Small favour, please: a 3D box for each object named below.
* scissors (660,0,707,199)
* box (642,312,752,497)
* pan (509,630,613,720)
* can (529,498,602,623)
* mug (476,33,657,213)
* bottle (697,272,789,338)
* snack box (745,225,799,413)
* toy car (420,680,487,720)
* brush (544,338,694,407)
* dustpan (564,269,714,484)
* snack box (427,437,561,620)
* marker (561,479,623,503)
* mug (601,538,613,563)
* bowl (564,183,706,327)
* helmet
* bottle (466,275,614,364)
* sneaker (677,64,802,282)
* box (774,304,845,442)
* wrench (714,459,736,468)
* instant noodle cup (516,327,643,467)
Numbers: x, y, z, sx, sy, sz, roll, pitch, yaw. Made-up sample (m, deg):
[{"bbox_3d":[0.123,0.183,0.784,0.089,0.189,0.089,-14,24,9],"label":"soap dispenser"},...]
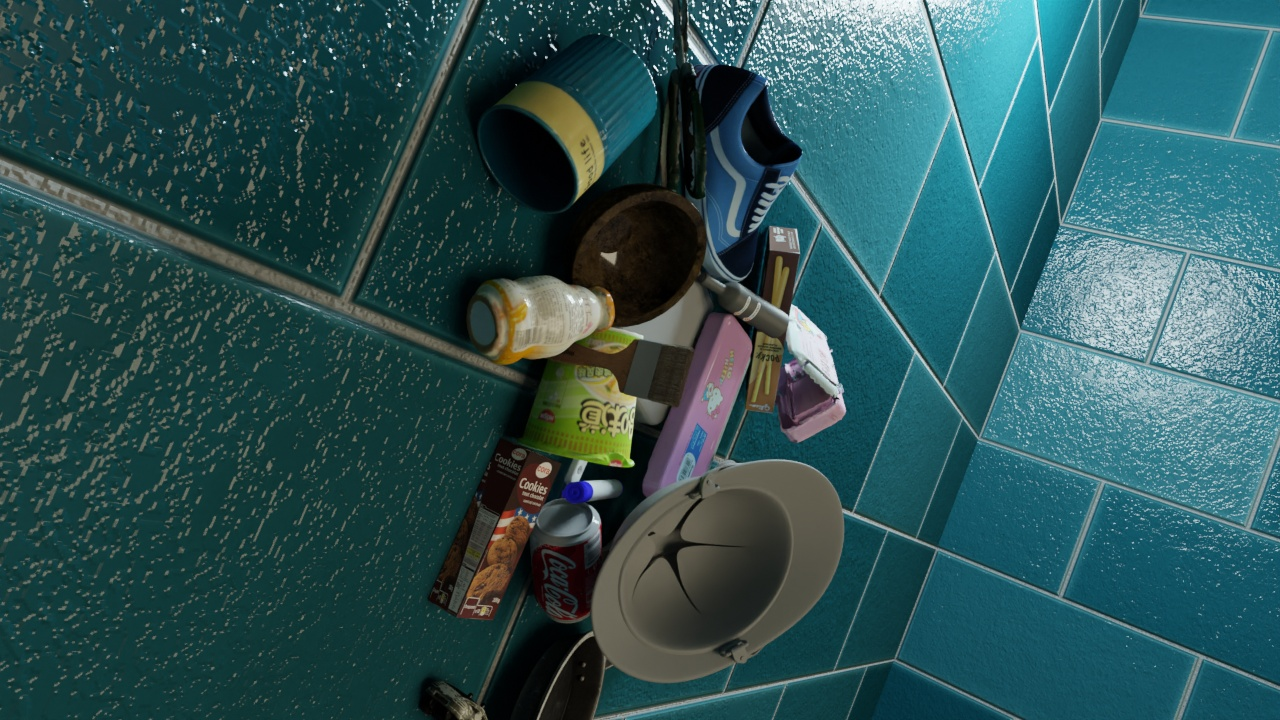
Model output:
[{"bbox_3d":[0.030,-0.224,0.764,0.147,0.015,0.209,149,-61,-80],"label":"scissors"},{"bbox_3d":[0.066,0.069,0.965,0.150,0.049,0.213,70,40,-62],"label":"box"},{"bbox_3d":[-0.046,0.331,0.972,0.355,0.055,0.187,-37,138,-62],"label":"pan"},{"bbox_3d":[-0.067,0.182,0.830,0.064,0.064,0.105,-36,136,-44],"label":"can"},{"bbox_3d":[-0.053,-0.158,0.647,0.107,0.083,0.114,-53,175,-32],"label":"mug"},{"bbox_3d":[0.103,-0.059,0.936,0.113,0.030,0.030,28,82,-31],"label":"bottle"},{"bbox_3d":[0.147,-0.047,1.032,0.100,0.032,0.186,-72,169,-66],"label":"snack box"},{"bbox_3d":[-0.151,0.311,0.787,0.040,0.048,0.113,-43,142,-32],"label":"toy car"},{"bbox_3d":[-0.029,0.001,0.703,0.008,0.143,0.045,31,72,-61],"label":"brush"},{"bbox_3d":[-0.005,0.005,0.864,0.257,0.033,0.163,-66,152,-23],"label":"dustpan"},{"bbox_3d":[-0.118,0.139,0.752,0.051,0.032,0.140,34,78,-59],"label":"snack box"},{"bbox_3d":[-0.042,0.119,0.843,0.141,0.020,0.020,27,84,-76],"label":"marker"},{"bbox_3d":[-0.001,0.226,0.942,0.070,0.084,0.113,-32,124,-50],"label":"mug"},{"bbox_3d":[-0.012,-0.093,0.749,0.121,0.056,0.121,-18,131,-22],"label":"bowl"},{"bbox_3d":[0.052,0.177,0.854,0.270,0.118,0.183,-18,105,-27],"label":"helmet"},{"bbox_3d":[-0.071,-0.033,0.677,0.108,0.063,0.063,-10,117,-40],"label":"bottle"},{"bbox_3d":[0.101,-0.160,0.863,0.083,0.098,0.241,-54,147,-32],"label":"sneaker"},{"bbox_3d":[0.182,0.004,1.076,0.102,0.087,0.201,56,16,-13],"label":"box"},{"bbox_3d":[0.062,0.221,0.996,0.086,0.018,0.274,-12,127,-29],"label":"wrench"},{"bbox_3d":[-0.043,0.025,0.756,0.098,0.099,0.108,15,86,-60],"label":"instant noodle cup"}]
